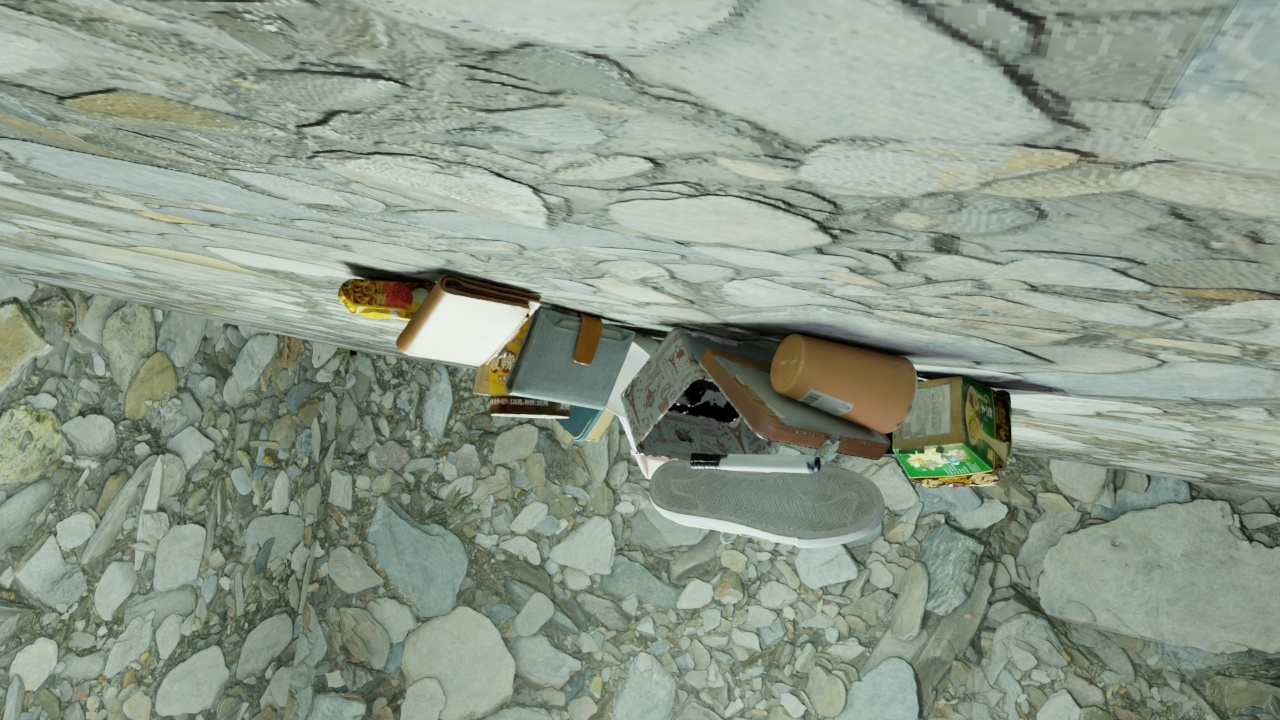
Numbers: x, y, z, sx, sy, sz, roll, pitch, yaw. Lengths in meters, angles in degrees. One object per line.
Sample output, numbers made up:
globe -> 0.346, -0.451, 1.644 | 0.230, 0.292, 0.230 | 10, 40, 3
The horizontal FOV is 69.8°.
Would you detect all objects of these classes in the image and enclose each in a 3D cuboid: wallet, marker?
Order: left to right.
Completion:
wallet -> -0.171, -0.036, 0.913 | 0.107, 0.031, 0.132 | 11, 150, -29
wallet -> -0.073, -0.001, 1.006 | 0.129, 0.107, 0.037 | 13, -163, -40
marker -> 0.110, 0.099, 0.894 | 0.131, 0.018, 0.022 | -2, 157, 25

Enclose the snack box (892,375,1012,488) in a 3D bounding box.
snack box -> 0.339, 0.072, 1.021 | 0.118, 0.117, 0.105 | -10, 151, 36

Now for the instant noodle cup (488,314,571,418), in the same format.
instant noodle cup -> -0.127, 0.009, 1.074 | 0.118, 0.114, 0.118 | 2, 175, 0

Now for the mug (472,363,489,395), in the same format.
mug -> -0.156, 0.004, 1.241 | 0.124, 0.103, 0.084 | 10, 176, -12

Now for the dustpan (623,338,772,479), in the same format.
dustpan -> 0.056, 0.085, 1.220 | 0.223, 0.273, 0.138 | 4, -161, 31

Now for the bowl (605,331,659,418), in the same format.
bowl -> -0.007, 0.006, 1.108 | 0.118, 0.118, 0.064 | 7, -147, 31

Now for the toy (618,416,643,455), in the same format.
toy -> 0.008, 0.087, 1.217 | 0.084, 0.038, 0.108 | -4, 126, 25

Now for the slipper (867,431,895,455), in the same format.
slipper -> 0.366, 0.088, 1.297 | 0.105, 0.095, 0.253 | 12, 173, 3

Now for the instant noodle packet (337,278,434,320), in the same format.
instant noodle packet -> -0.261, -0.064, 0.980 | 0.110, 0.044, 0.128 | 9, 179, -12

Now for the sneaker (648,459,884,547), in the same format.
sneaker -> 0.133, 0.158, 0.968 | 0.242, 0.089, 0.091 | 3, 152, 18

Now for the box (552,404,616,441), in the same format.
box -> -0.100, 0.042, 1.315 | 0.184, 0.090, 0.059 | 40, -166, 34

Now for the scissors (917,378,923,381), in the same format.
scissors -> 0.314, 0.022, 1.051 | 0.171, 0.012, 0.141 | 8, 176, 1

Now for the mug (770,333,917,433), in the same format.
mug -> 0.191, 0.019, 0.878 | 0.122, 0.078, 0.078 | 15, 174, -19

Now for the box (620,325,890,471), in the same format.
box -> 0.106, 0.073, 0.967 | 0.180, 0.157, 0.226 | 12, -154, -35
